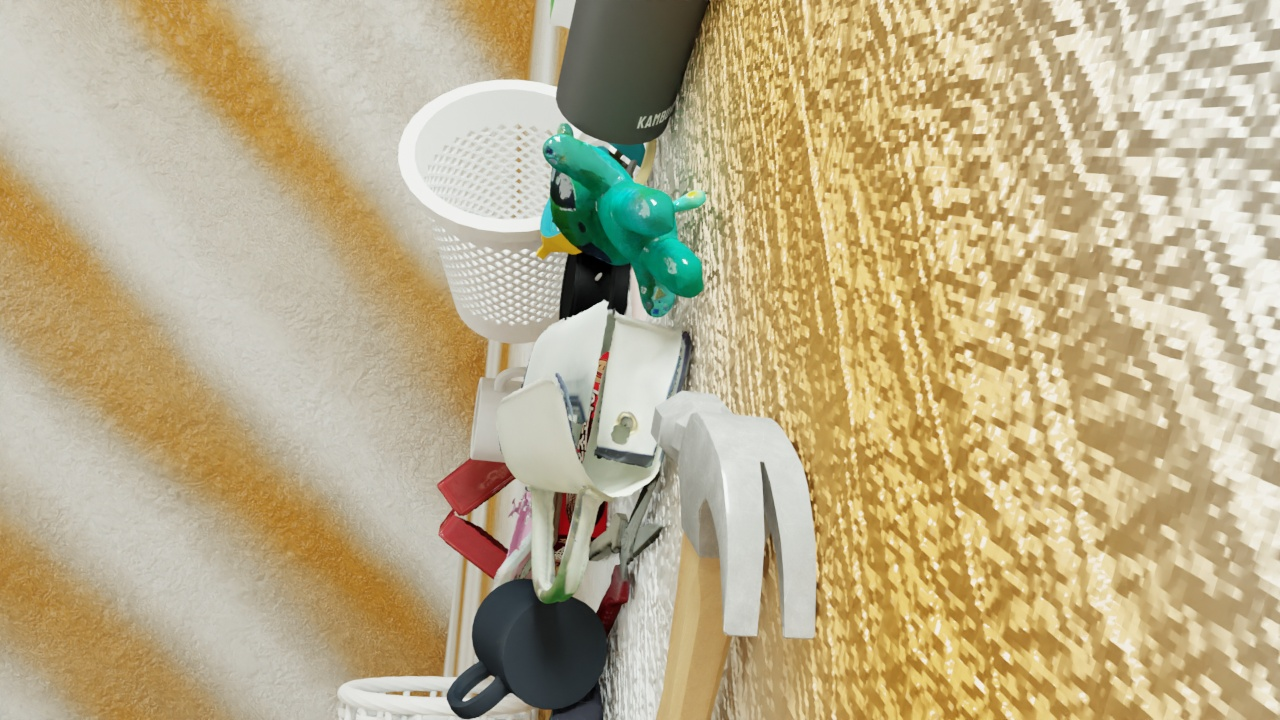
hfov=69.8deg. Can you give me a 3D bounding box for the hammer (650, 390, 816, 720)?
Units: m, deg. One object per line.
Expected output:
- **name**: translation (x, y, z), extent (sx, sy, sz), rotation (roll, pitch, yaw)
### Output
- **hammer**: translation (0.014, 0.182, 0.402), extent (0.131, 0.039, 0.328), rotation (-128, 46, -71)

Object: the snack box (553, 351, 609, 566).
- **snack box**: translation (-0.057, 0.086, 0.773), extent (0.133, 0.036, 0.151), rotation (124, 151, -64)

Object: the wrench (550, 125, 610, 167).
- **wrench**: translation (-0.012, -0.257, 0.715), extent (0.066, 0.018, 0.274), rotation (-32, -27, -51)

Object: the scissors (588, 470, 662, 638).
- **scissors**: translation (-0.017, 0.137, 0.612), extent (0.179, 0.015, 0.185), rotation (-136, 54, -74)

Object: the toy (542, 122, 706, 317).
- **toy**: translation (-0.010, -0.093, 0.563), extent (0.131, 0.072, 0.193), rotation (59, 172, -29)

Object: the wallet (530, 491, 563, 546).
- **wallet**: translation (-0.073, 0.089, 0.718), extent (0.121, 0.013, 0.087), rotation (-161, 79, -77)

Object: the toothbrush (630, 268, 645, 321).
- **toothbrush**: translation (-0.004, 0.004, 0.626), extent (0.016, 0.018, 0.180), rotation (118, 157, -52)

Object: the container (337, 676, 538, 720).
- **container**: translation (-0.190, 0.398, 0.843), extent (0.190, 0.189, 0.186), rotation (137, 137, -71)

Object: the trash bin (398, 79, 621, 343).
- **trash bin**: translation (-0.123, -0.128, 0.893), extent (0.200, 0.195, 0.195), rotation (98, 172, -55)

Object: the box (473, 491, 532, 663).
- **box**: translation (-0.111, 0.200, 0.904), extent (0.202, 0.066, 0.153), rotation (110, 172, -45)

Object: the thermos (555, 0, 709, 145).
- **thermos**: translation (0.010, -0.252, 0.559), extent (0.241, 0.082, 0.082), rotation (112, 161, -50)

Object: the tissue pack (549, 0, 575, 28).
- **tissue pack**: translation (-0.069, -0.422, 0.870), extent (0.121, 0.141, 0.197), rotation (115, 159, -54)

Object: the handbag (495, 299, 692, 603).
- **handbag**: translation (-0.045, 0.059, 0.560), extent (0.151, 0.074, 0.176), rotation (166, 118, -67)

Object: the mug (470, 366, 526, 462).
- **mug**: translation (-0.135, 0.057, 1.012), extent (0.091, 0.090, 0.121), rotation (-99, 20, -51)

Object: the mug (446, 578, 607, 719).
- **mug**: translation (-0.082, 0.197, 0.611), extent (0.071, 0.105, 0.078), rotation (58, 157, -10)

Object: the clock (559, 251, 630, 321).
- **clock**: translation (-0.042, -0.063, 0.771), extent (0.120, 0.042, 0.091), rotation (-109, 28, -63)

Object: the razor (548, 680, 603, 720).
- **razor**: translation (-0.038, 0.239, 0.597), extent (0.143, 0.052, 0.047), rotation (-108, 24, -83)

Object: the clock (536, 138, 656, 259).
- **clock**: translation (-0.034, -0.131, 0.713), extent (0.130, 0.043, 0.098), rotation (-28, 40, 41)

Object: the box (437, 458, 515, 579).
- **box**: translation (-0.176, 0.174, 1.157), extent (0.170, 0.156, 0.157), rotation (-57, 8, -11)
